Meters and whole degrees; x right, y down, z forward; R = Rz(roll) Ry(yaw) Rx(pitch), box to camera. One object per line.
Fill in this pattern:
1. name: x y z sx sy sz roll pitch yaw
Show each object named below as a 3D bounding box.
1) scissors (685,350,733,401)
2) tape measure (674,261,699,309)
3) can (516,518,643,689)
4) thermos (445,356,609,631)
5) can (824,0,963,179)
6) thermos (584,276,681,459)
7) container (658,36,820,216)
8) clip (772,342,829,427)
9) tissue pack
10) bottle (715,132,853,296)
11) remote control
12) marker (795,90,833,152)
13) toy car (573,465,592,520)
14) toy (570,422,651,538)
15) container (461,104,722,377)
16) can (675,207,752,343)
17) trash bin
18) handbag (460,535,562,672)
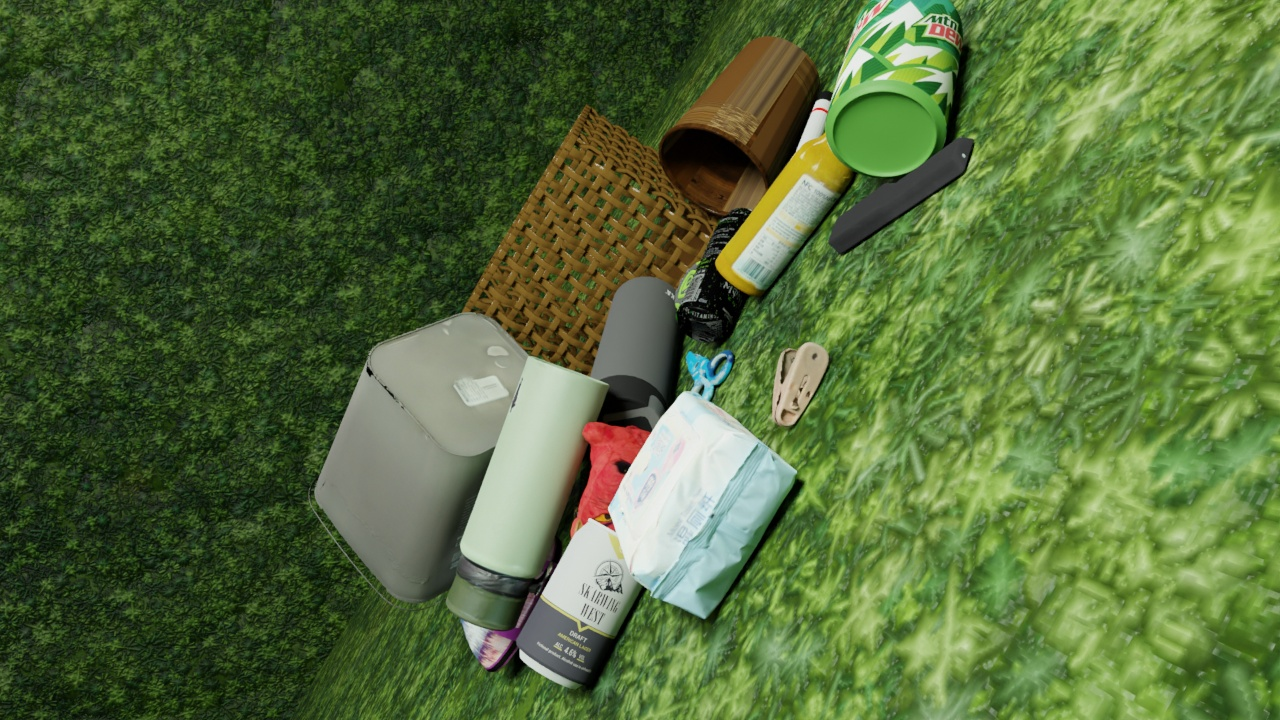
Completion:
1. scissors: 0.057 0.010 0.854 0.066 0.015 0.135 -58 10 7
2. tape measure: 0.065 -0.073 0.963 0.066 0.036 0.058 -30 40 59
3. can: -0.038 0.177 0.694 0.127 0.064 0.064 -61 12 -10
4. thermos: -0.097 0.118 0.796 0.082 0.082 0.231 -164 94 -78
5. can: 0.189 -0.208 0.675 0.083 0.083 0.143 -44 19 51
6. thermos: -0.006 0.005 0.938 0.082 0.082 0.239 -52 14 30
7. container: 0.118 -0.265 1.017 0.167 0.132 0.132 -58 11 -23
8. clip: 0.103 0.015 0.622 0.060 0.024 0.039 -63 12 -1
9. tissue pack: 0.033 0.087 0.620 0.112 0.070 0.182 -59 11 2
10. bottle: 0.138 -0.141 0.790 0.186 0.053 0.053 -53 13 23
11. remote control: 0.180 -0.116 0.648 0.137 0.015 0.032 -37 25 61
12. marker: 0.170 -0.219 0.928 0.019 0.019 0.145 -39 23 57
13. toy car: -0.034 0.130 0.842 0.105 0.048 0.033 -85 -4 -68
14. toy: -0.019 0.102 0.780 0.132 0.088 0.094 -83 16 -66
15. container: -0.051 -0.137 1.148 0.252 0.214 0.219 -54 13 22
16. can: 0.079 -0.081 0.876 0.054 0.054 0.137 -37 25 60
17. trash bin: -0.197 0.091 0.924 0.196 0.197 0.221 -27 -27 -44
18. handbag: -0.102 0.227 0.863 0.170 0.068 0.144 -18 42 62
